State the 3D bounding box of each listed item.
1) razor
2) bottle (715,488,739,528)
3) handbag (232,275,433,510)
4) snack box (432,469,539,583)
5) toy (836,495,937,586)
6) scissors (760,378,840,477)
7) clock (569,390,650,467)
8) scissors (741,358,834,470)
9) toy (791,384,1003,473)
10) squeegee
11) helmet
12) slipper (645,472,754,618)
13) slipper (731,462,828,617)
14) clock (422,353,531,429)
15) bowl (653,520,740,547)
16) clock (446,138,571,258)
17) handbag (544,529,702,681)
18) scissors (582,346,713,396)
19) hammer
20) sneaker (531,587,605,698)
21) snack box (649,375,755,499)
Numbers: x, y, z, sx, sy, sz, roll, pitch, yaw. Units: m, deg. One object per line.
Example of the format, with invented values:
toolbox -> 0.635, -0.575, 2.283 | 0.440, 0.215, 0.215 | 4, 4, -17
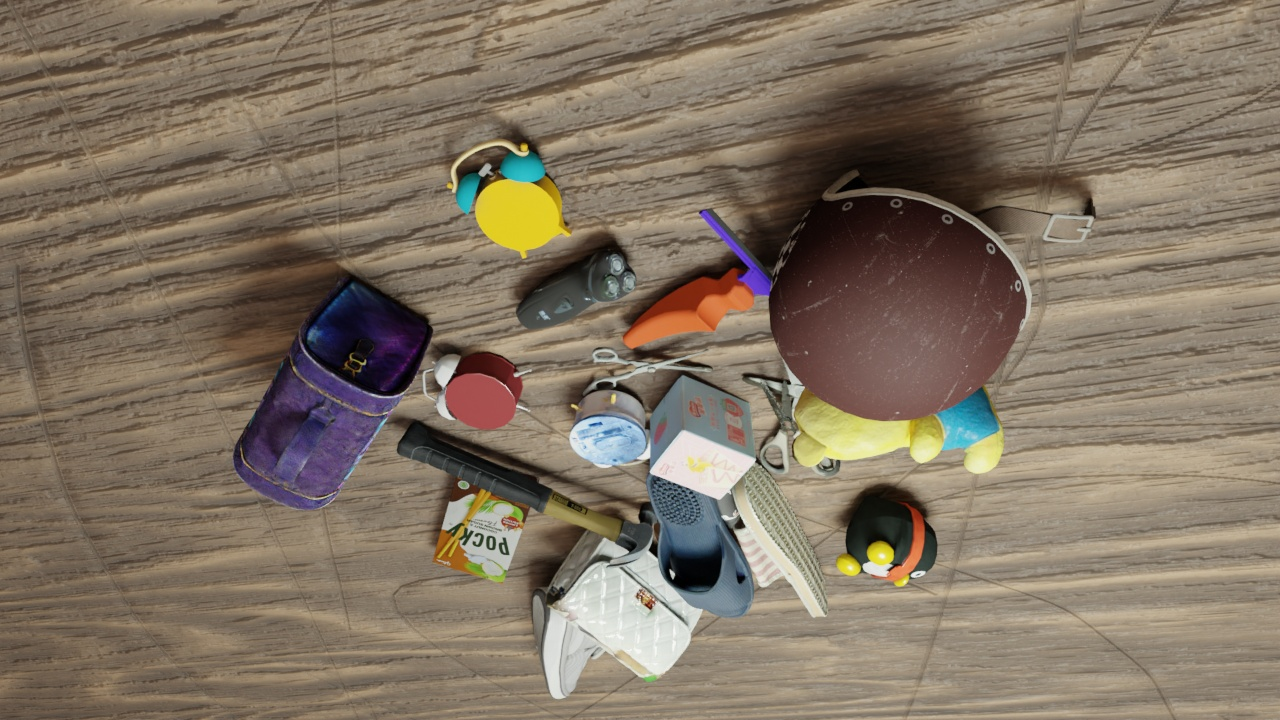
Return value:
razor -> -0.071, -0.067, 0.965 | 0.141, 0.063, 0.053 | -26, 118, 24
bottle -> 0.101, 0.161, 1.122 | 0.047, 0.046, 0.112 | -9, 124, 15
handbag -> -0.334, 0.042, 0.988 | 0.125, 0.221, 0.205 | 32, 124, -15
snack box -> -0.207, 0.214, 1.216 | 0.101, 0.031, 0.186 | 18, 127, -5
toy -> 0.308, 0.221, 1.104 | 0.119, 0.099, 0.098 | 24, 148, -16
scissors -> 0.179, 0.084, 1.054 | 0.153, 0.012, 0.164 | 25, 139, 0
clock -> -0.031, 0.088, 1.080 | 0.089, 0.051, 0.125 | -14, 133, 18
scissors -> 0.210, 0.063, 1.051 | 0.199, 0.015, 0.180 | 8, 127, 4
toy -> 0.262, 0.051, 0.948 | 0.214, 0.148, 0.084 | 4, 117, 0
squeegee -> 0.060, -0.056, 0.959 | 0.185, 0.055, 0.249 | -24, 138, 27
helmet -> 0.243, -0.066, 0.842 | 0.233, 0.252, 0.235 | 33, 132, -3
slipper -> 0.062, 0.239, 1.115 | 0.101, 0.082, 0.264 | -4, 124, 27
slipper -> 0.164, 0.228, 1.123 | 0.052, 0.114, 0.263 | -19, 127, 22
clock -> -0.192, 0.034, 1.072 | 0.124, 0.044, 0.087 | 8, 127, 2
bowl -> 0.075, 0.232, 1.187 | 0.119, 0.032, 0.119 | 4, 127, 5
clock -> -0.129, -0.162, 0.919 | 0.099, 0.043, 0.129 | -21, 128, 22
handbag -> -0.015, 0.311, 1.190 | 0.195, 0.138, 0.073 | 42, 163, -21
scissors -> 0.000, 0.013, 1.036 | 0.141, 0.014, 0.165 | 15, 148, -29
hammer -> -0.140, 0.163, 1.130 | 0.333, 0.117, 0.025 | 23, 124, -2
sneaker -> -0.085, 0.393, 1.305 | 0.128, 0.096, 0.264 | -9, 138, -14
snack box -> 0.068, 0.087, 1.037 | 0.094, 0.092, 0.080 | 23, 127, -18
